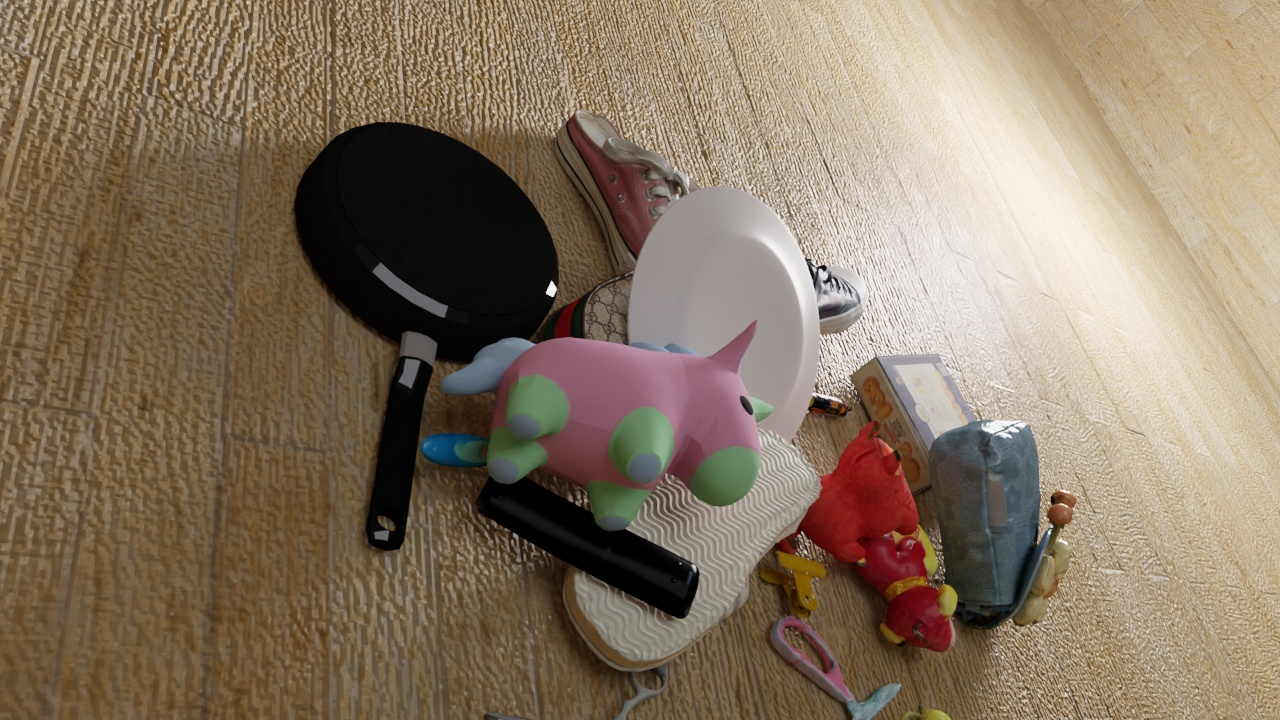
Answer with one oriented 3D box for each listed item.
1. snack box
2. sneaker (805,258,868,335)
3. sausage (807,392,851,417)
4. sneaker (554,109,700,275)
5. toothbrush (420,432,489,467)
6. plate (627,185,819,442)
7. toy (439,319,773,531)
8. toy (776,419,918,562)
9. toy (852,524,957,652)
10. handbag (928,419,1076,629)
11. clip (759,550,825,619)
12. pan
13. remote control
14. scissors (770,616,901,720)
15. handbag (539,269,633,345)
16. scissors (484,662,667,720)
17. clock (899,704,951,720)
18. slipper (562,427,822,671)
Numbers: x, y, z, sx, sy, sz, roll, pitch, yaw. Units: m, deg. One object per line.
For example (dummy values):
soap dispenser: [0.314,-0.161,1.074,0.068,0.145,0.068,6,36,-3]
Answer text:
snack box: [0.307,0.064,0.986,0.144,0.043,0.144,-2,61,-45]
sneaker: [0.163,-0.071,0.919,0.087,0.079,0.234,43,38,22]
sausage: [0.150,0.036,0.877,0.155,0.020,0.020,12,51,-38]
sneaker: [0.007,-0.143,0.836,0.118,0.088,0.241,-13,67,-48]
toothbrush: [-0.094,0.061,0.604,0.135,0.017,0.022,12,76,-52]
plate: [0.083,-0.025,0.765,0.242,0.016,0.242,2,87,-43]
toy: [-0.014,0.029,0.615,0.222,0.120,0.170,23,35,-6]
toy: [0.163,0.111,0.763,0.132,0.094,0.088,-25,43,-16]
toy: [0.224,0.183,0.795,0.105,0.067,0.137,16,40,-25]
handbag: [0.345,0.152,0.863,0.121,0.119,0.192,-8,94,-48]
clip: [0.122,0.179,0.727,0.054,0.045,0.048,22,71,-32]
pan: [-0.146,-0.036,0.635,0.204,0.044,0.354,24,43,-29]
remote control: [-0.031,0.113,0.582,0.152,0.020,0.041,28,42,-3]
scissors: [0.153,0.274,0.686,0.170,0.014,0.168,44,37,-12]
handbag: [-0.004,0.004,0.729,0.166,0.063,0.138,-27,88,-50]
scissors: [-0.013,0.218,0.547,0.141,0.014,0.174,24,22,10]
clock: [0.217,0.310,0.672,0.119,0.057,0.083,50,47,-11]
slipper: [0.044,0.128,0.669,0.114,0.054,0.271,49,43,9]
